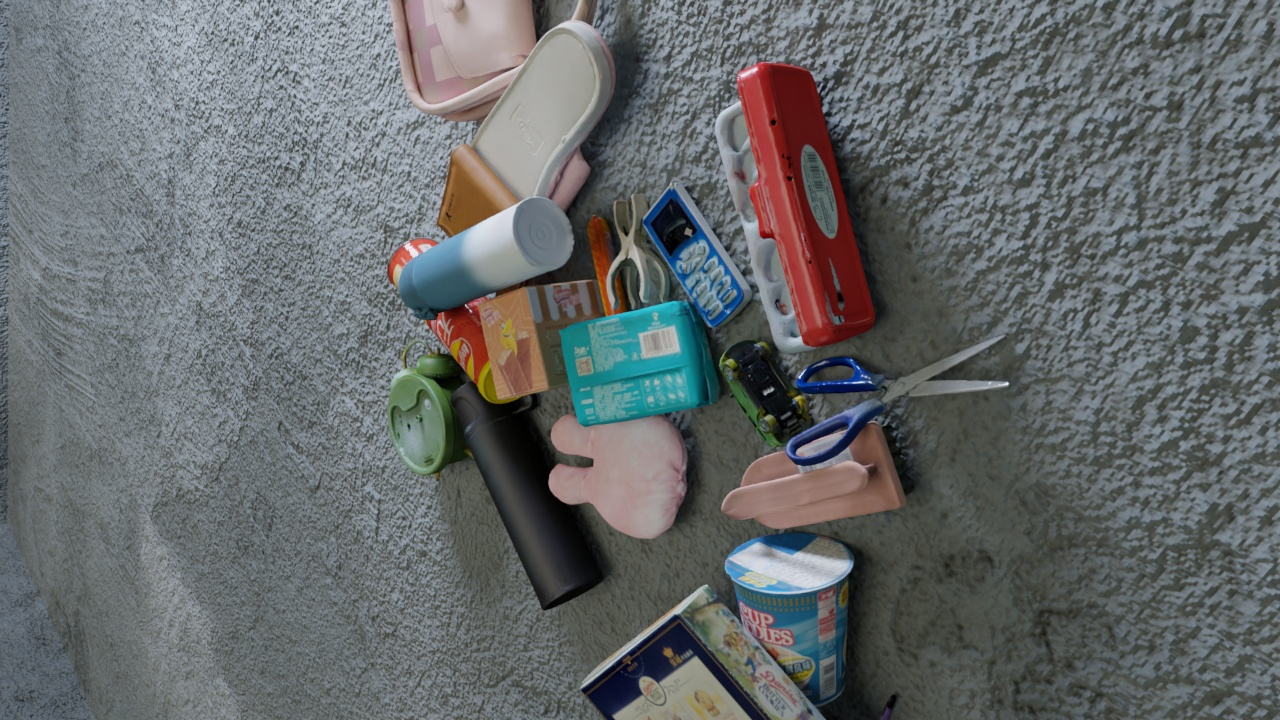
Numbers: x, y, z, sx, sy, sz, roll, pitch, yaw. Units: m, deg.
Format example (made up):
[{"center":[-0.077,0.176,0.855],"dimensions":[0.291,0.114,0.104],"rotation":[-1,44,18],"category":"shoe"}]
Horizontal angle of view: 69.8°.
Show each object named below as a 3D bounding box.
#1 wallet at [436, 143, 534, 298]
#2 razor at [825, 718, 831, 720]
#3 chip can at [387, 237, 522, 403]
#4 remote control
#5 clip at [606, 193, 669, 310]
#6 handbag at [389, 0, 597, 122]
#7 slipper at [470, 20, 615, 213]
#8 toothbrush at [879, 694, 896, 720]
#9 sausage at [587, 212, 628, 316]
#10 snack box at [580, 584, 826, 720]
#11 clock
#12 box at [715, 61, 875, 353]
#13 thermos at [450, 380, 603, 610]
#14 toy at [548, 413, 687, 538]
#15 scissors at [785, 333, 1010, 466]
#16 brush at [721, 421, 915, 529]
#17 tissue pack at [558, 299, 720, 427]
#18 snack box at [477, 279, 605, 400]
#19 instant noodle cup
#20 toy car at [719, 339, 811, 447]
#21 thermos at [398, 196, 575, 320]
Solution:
[{"center":[-0.148,-0.125,0.896],"dimensions":[0.130,0.035,0.119],"rotation":[48,136,18],"category":"wallet"},{"center":[0.098,0.322,0.789],"dimensions":[0.168,0.062,0.067],"rotation":[-12,119,39],"category":"razor"},{"center":[-0.189,-0.047,0.966],"dimensions":[0.216,0.073,0.073],"rotation":[45,126,32],"category":"chip can"},{"center":[0.047,-0.089,0.771],"dimensions":[0.049,0.024,0.125],"rotation":[-46,68,39],"category":"remote control"},{"center":[0.005,-0.092,0.807],"dimensions":[0.087,0.034,0.104],"rotation":[18,102,44],"category":"clip"},{"center":[-0.129,-0.340,0.863],"dimensions":[0.235,0.093,0.193],"rotation":[-3,96,37],"category":"handbag"},{"center":[-0.092,-0.202,0.855],"dimensions":[0.114,0.054,0.275],"rotation":[54,139,10],"category":"slipper"},{"center":[0.173,0.341,0.741],"dimensions":[0.017,0.014,0.189],"rotation":[38,123,47],"category":"toothbrush"},{"center":[-0.025,-0.057,0.848],"dimensions":[0.022,0.021,0.165],"rotation":[-14,88,44],"category":"sausage"},{"center":[0.057,0.290,0.726],"dimensions":[0.182,0.045,0.178],"rotation":[48,135,10],"category":"snack box"},{"center":[-0.241,0.054,1.054],"dimensions":[0.116,0.056,0.161],"rotation":[-26,80,43],"category":"clock"},{"center":[0.097,-0.104,0.671],"dimensions":[0.100,0.095,0.201],"rotation":[-16,88,42],"category":"box"},{"center":[-0.113,0.125,0.941],"dimensions":[0.090,0.068,0.242],"rotation":[-34,73,19],"category":"thermos"},{"center":[-0.022,0.099,0.851],"dimensions":[0.160,0.054,0.121],"rotation":[9,97,38],"category":"toy"},{"center":[0.171,0.020,0.651],"dimensions":[0.162,0.012,0.162],"rotation":[-41,30,2],"category":"scissors"},{"center":[0.128,0.093,0.695],"dimensions":[0.146,0.072,0.063],"rotation":[-24,82,46],"category":"brush"},{"center":[-0.005,0.005,0.793],"dimensions":[0.134,0.050,0.093],"rotation":[-11,89,20],"category":"tissue pack"},{"center":[-0.086,-0.020,0.864],"dimensions":[0.077,0.092,0.094],"rotation":[-13,89,45],"category":"snack box"},{"center":[0.121,0.205,0.716],"dimensions":[0.099,0.099,0.110],"rotation":[6,109,43],"category":"instant noodle cup"},{"center":[0.097,0.027,0.731],"dimensions":[0.091,0.043,0.036],"rotation":[59,154,8],"category":"toy car"},{"center":[-0.151,-0.088,0.844],"dimensions":[0.221,0.070,0.070],"rotation":[-14,88,48],"category":"thermos"}]
